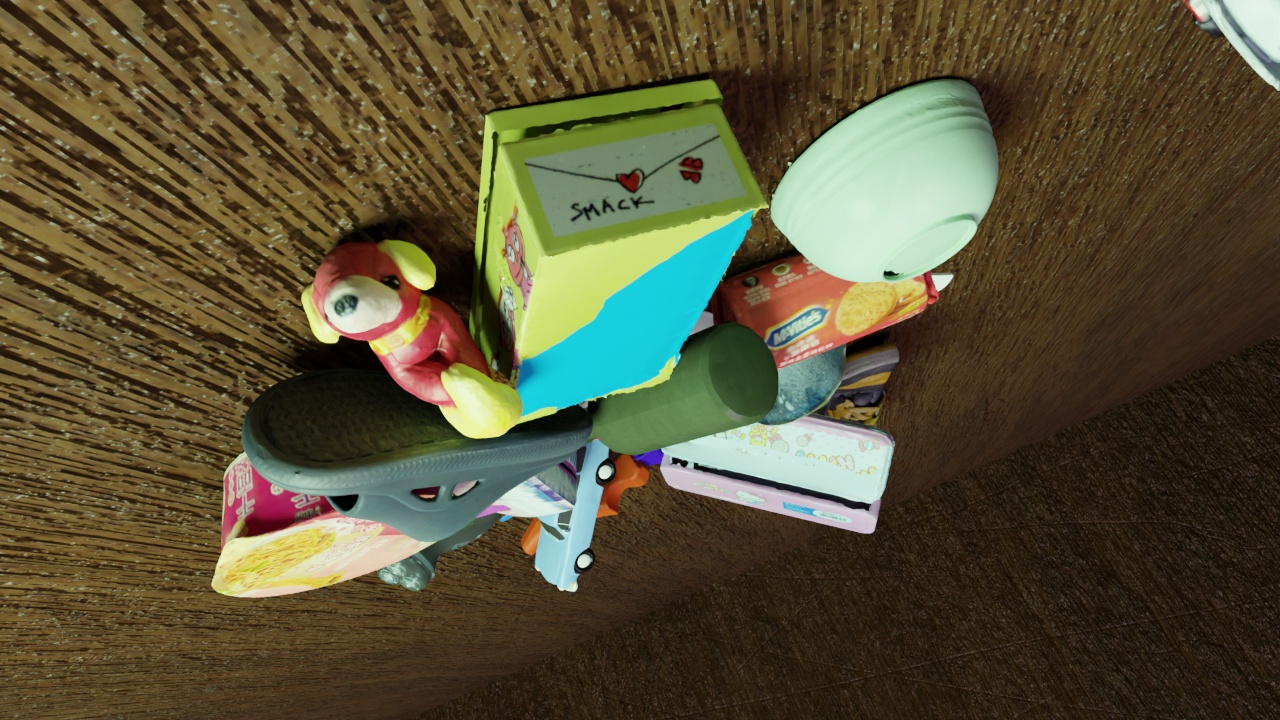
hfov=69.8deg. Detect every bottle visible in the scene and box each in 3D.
[{"bbox_3d":[0.009,0.031,0.685,0.071,0.071,0.207,-7,171,-38],"label":"bottle"}]

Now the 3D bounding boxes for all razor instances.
[{"bbox_3d":[-0.197,0.183,0.923,0.140,0.063,0.053,-21,164,-40],"label":"razor"}]

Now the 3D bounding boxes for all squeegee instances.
[{"bbox_3d":[-0.047,0.139,0.951,0.185,0.055,0.249,-38,153,2],"label":"squeegee"}]

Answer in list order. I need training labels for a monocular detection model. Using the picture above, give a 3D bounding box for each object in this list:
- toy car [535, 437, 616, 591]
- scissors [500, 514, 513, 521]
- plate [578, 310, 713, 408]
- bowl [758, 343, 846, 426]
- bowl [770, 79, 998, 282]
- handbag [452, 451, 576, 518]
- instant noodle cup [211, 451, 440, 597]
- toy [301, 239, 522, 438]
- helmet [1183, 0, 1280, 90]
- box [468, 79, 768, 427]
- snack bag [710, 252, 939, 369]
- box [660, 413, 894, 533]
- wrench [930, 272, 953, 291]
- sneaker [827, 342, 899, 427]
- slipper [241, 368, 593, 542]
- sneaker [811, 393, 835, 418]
[{"bbox_3d":[-0.066,0.132,0.833,0.054,0.153,0.056,10,-173,-35],"label":"toy car"},{"bbox_3d":[-0.097,0.135,0.977,0.125,0.014,0.130,-32,163,2],"label":"scissors"},{"bbox_3d":[-0.004,0.004,0.754,0.157,0.014,0.157,-20,159,-8],"label":"plate"},{"bbox_3d":[0.108,-0.006,0.751,0.110,0.110,0.055,-31,136,19],"label":"bowl"},{"bbox_3d":[0.166,-0.100,0.589,0.151,0.077,0.151,-21,159,-9],"label":"bowl"},{"bbox_3d":[-0.145,0.100,0.769,0.170,0.067,0.144,-21,137,23],"label":"handbag"},{"bbox_3d":[-0.226,0.103,0.673,0.178,0.077,0.179,-19,159,-8],"label":"instant noodle cup"},{"bbox_3d":[-0.116,-0.011,0.487,0.067,0.105,0.137,-48,128,-8],"label":"toy"},{"bbox_3d":[0.250,-0.217,0.260,0.263,0.163,0.237,-7,151,-24],"label":"helmet"},{"bbox_3d":[-0.027,-0.047,0.514,0.124,0.082,0.221,-16,162,-17],"label":"box"},{"bbox_3d":[0.134,-0.048,0.687,0.176,0.082,0.082,-21,160,-5],"label":"snack bag"},{"bbox_3d":[0.122,0.100,0.865,0.214,0.050,0.149,11,136,16],"label":"box"},{"bbox_3d":[0.148,-0.021,0.796,0.274,0.047,0.009,-33,-167,15],"label":"wrench"},{"bbox_3d":[0.233,0.080,1.050,0.085,0.122,0.239,-15,159,-27],"label":"sneaker"},{"bbox_3d":[-0.138,0.061,0.595,0.267,0.111,0.083,-3,120,-56],"label":"slipper"},{"bbox_3d":[0.151,0.046,0.916,0.089,0.099,0.237,-29,156,-33],"label":"sneaker"}]
